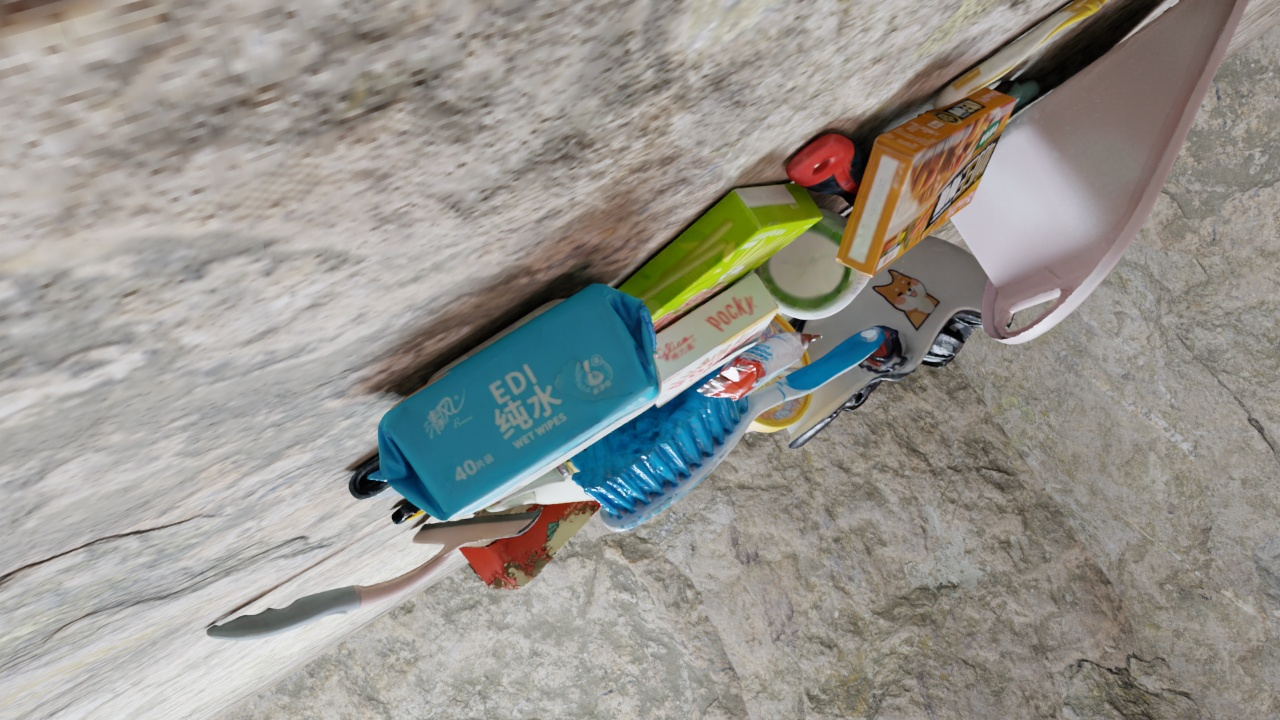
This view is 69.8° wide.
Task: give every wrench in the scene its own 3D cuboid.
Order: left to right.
[{"bbox_3d":[0.143,-0.109,0.559,0.056,0.016,0.272,-37,167,28],"label":"wrench"}]

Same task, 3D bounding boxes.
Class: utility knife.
[{"bbox_3d":[-0.159,0.114,0.808,0.033,0.015,0.195,-33,174,18],"label":"utility knife"}]

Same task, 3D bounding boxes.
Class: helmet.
[{"bbox_3d":[0.238,-0.039,0.962,0.274,0.157,0.230,-29,169,-2],"label":"helmet"}]

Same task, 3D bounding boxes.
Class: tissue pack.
[{"bbox_3d":[-0.053,0.019,0.431,0.140,0.063,0.090,-32,175,1],"label":"tissue pack"}]

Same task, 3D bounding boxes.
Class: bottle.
[{"bbox_3d":[0.127,-0.070,0.635,0.068,0.068,0.196,-35,177,19],"label":"bottle"}]

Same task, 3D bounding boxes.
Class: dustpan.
[{"bbox_3d":[0.344,-0.143,0.691,0.273,0.139,0.222,-35,177,-5],"label":"dustpan"}]

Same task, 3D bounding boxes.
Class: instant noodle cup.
[{"bbox_3d":[0.080,0.020,0.861,0.118,0.118,0.115,-27,179,-39],"label":"instant noodle cup"}]

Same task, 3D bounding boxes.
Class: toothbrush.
[{"bbox_3d":[0.244,-0.190,0.505,0.191,0.018,0.016,-33,171,2],"label":"toothbrush"}]

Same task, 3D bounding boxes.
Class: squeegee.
[{"bbox_3d":[-0.241,0.195,0.792,0.248,0.040,0.248,-18,180,-37],"label":"squeegee"}]

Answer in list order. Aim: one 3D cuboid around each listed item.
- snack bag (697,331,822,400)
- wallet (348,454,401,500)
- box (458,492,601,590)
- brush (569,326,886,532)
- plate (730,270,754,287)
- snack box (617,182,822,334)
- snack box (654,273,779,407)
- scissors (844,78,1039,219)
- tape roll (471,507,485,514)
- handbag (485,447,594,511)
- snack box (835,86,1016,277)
[{"bbox_3d":[0.082,0.002,0.617,0.048,0.026,0.103,-31,178,41],"label":"snack bag"},{"bbox_3d":[-0.109,0.045,0.551,0.121,0.019,0.097,-34,175,-3],"label":"wallet"},{"bbox_3d":[-0.093,0.152,0.911,0.167,0.080,0.092,-43,-164,-34],"label":"box"},{"bbox_3d":[0.082,0.028,0.722,0.313,0.060,0.109,-38,132,-20],"label":"brush"},{"bbox_3d":[-0.004,0.004,0.701,0.230,0.027,0.230,-32,173,-5],"label":"plate"},{"bbox_3d":[0.020,-0.040,0.506,0.157,0.026,0.085,-37,171,32],"label":"snack box"},{"bbox_3d":[0.038,-0.008,0.581,0.084,0.027,0.157,-33,174,-2],"label":"snack box"},{"bbox_3d":[0.221,-0.152,0.681,0.131,0.019,0.186,-29,173,-32],"label":"scissors"},{"bbox_3d":[-0.124,0.102,0.818,0.085,0.014,0.086,-45,171,-9],"label":"tape roll"},{"bbox_3d":[-0.054,0.094,0.780,0.178,0.063,0.164,-24,173,-26],"label":"handbag"},{"bbox_3d":[0.168,-0.108,0.536,0.153,0.026,0.075,-33,145,-43],"label":"snack box"}]
